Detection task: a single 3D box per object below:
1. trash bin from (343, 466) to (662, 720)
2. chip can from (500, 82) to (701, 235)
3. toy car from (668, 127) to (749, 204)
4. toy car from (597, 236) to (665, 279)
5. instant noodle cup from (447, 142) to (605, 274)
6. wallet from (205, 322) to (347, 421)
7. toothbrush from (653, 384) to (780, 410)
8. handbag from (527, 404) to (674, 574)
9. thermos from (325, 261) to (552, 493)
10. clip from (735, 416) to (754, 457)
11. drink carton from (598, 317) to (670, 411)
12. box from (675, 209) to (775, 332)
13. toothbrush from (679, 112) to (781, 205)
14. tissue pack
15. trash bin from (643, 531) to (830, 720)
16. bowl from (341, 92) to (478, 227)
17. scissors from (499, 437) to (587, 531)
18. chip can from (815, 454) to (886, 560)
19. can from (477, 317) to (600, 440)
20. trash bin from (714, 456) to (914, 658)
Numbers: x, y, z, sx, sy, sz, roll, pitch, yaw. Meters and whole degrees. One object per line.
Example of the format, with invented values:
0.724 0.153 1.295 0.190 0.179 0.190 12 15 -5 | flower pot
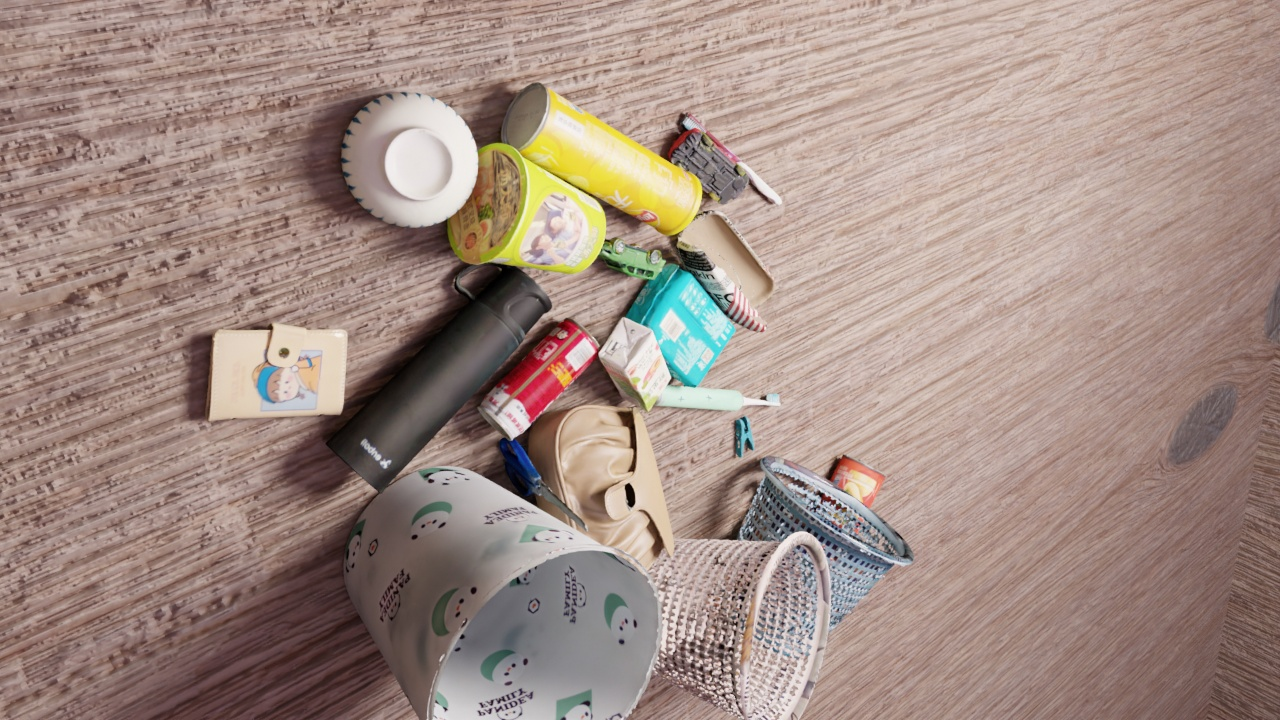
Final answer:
-0.145 0.228 0.860 0.229 0.252 0.230 -14 114 -34 | trash bin
-0.034 -0.195 0.913 0.213 0.072 0.072 21 92 -41 | chip can
0.076 -0.214 1.016 0.049 0.031 0.106 -44 131 19 | toy car
-0.016 -0.111 0.977 0.091 0.043 0.036 16 96 -41 | toy car
-0.101 -0.132 0.867 0.123 0.112 0.112 13 97 -49 | instant noodle cup
-0.314 0.009 0.799 0.115 0.024 0.087 0 111 -37 | wallet
0.097 0.048 1.135 0.224 0.027 0.027 6 80 -39 | toothbrush
-0.036 0.144 0.989 0.147 0.100 0.204 -18 95 -42 | handbag
-0.195 0.006 0.872 0.090 0.068 0.242 43 74 -7 | thermos
0.134 0.098 1.192 0.039 0.014 0.056 -26 120 -30 | clip
-0.006 0.006 0.999 0.053 0.045 0.122 -57 158 -15 | drink carton
0.104 -0.106 1.058 0.162 0.076 0.088 41 76 -39 | box
0.107 -0.225 1.052 0.187 0.016 0.017 32 93 -41 | toothbrush
0.047 -0.037 1.049 0.093 0.050 0.133 -55 131 -12 | tissue pack
0.087 0.294 1.046 0.227 0.192 0.227 -11 103 -56 | trash bin
-0.193 -0.169 0.783 0.116 0.066 0.116 -5 106 -20 | bowl
-0.099 0.118 0.910 0.012 0.175 0.108 -23 97 -27 | scissors
0.275 0.245 1.318 0.073 0.073 0.216 30 87 -41 | chip can
-0.104 0.019 0.947 0.132 0.053 0.053 -46 128 -16 | can
0.205 0.266 1.197 0.226 0.226 0.195 22 105 -41 | trash bin
